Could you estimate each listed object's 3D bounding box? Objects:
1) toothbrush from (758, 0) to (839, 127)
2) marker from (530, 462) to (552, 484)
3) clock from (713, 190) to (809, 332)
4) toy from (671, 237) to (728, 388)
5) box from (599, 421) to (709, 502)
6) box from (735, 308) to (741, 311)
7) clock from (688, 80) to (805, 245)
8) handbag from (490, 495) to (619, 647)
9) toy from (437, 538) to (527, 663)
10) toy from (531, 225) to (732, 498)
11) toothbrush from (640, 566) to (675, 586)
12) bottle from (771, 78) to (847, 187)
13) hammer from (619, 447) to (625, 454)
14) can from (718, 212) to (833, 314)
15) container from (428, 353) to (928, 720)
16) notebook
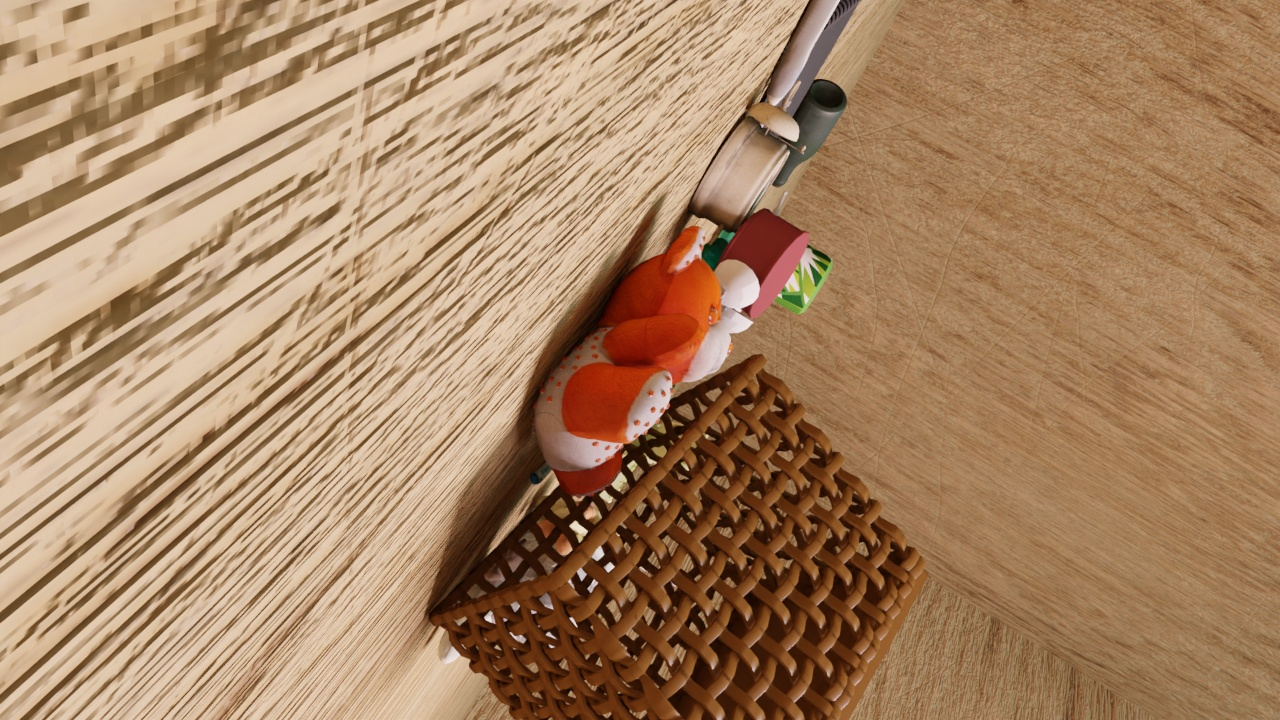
[{"bbox_3d":[0.123,-0.240,0.749,0.024,0.022,0.186,-25,150,-47],"label":"toothbrush"},{"bbox_3d":[-0.079,0.094,0.857,0.013,0.013,0.141,-59,176,12],"label":"marker"},{"bbox_3d":[0.092,-0.073,0.757,0.124,0.044,0.087,-50,164,-17],"label":"clock"},{"bbox_3d":[0.016,-0.023,0.786,0.193,0.072,0.131,-53,155,-20],"label":"toy"},{"bbox_3d":[0.015,0.116,1.172,0.134,0.061,0.187,-20,-175,15],"label":"box"},{"bbox_3d":[0.142,-0.120,1.456,0.081,0.092,0.159,-64,166,21],"label":"box"},{"bbox_3d":[0.095,-0.163,0.751,0.141,0.054,0.092,-58,176,24],"label":"clock"},{"bbox_3d":[-0.088,0.206,0.924,0.171,0.112,0.123,-47,158,-68],"label":"handbag"},{"bbox_3d":[-0.137,0.205,0.804,0.126,0.037,0.075,-63,171,21],"label":"toy"},{"bbox_3d":[0.002,0.002,0.608,0.172,0.093,0.164,-58,176,-28],"label":"toy"},{"bbox_3d":[-0.036,0.217,1.076,0.010,0.181,0.010,-62,-179,5],"label":"toothbrush"},{"bbox_3d":[0.204,-0.280,1.174,0.055,0.055,0.175,-56,176,-29],"label":"bottle"},{"bbox_3d":[0.037,-0.007,1.239,0.321,0.044,0.099,-55,175,-33],"label":"hammer"},{"bbox_3d":[0.163,-0.128,1.165,0.083,0.144,0.083,-58,176,-7],"label":"can"},{"bbox_3d":[0.030,0.177,0.697,0.250,0.214,0.220,-43,-173,-38],"label":"container"},{"bbox_3d":[0.150,-0.270,0.879,0.170,0.019,0.230,-60,175,35],"label":"notebook"}]
